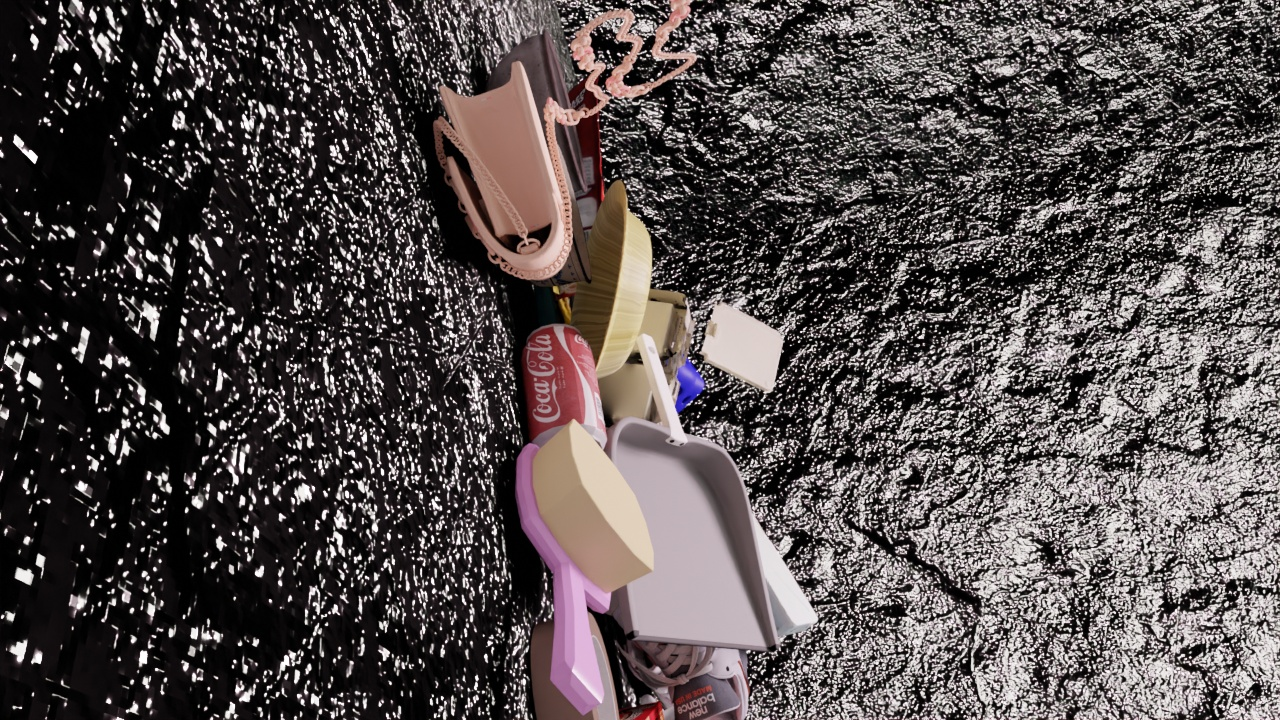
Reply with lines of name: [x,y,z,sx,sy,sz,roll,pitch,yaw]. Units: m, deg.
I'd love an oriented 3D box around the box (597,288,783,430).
box: [0.030,0.016,0.828,0.081,0.182,0.143,67,34,-59]

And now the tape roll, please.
tape roll: [-0.035,0.193,0.520,0.093,0.030,0.093,-10,87,-88]

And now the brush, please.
brush: [-0.029,0.107,0.516,0.089,0.043,0.228,53,5,-18]

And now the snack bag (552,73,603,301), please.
snack bag: [-0.074,-0.177,0.934,0.139,0.066,0.207,-29,-114,51]

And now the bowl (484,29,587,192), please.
bowl: [-0.098,-0.216,0.828,0.145,0.067,0.145,-10,87,-88]

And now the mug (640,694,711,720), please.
mug: [0.033,0.373,0.879,0.107,0.071,0.090,42,-32,41]

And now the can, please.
can: [-0.057,0.024,0.660,0.054,0.054,0.096,73,5,-56]

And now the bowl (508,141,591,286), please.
bowl: [-0.082,-0.111,0.734,0.115,0.059,0.115,-10,87,-87]

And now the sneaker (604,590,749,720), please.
sneaker: [0.034,0.222,0.727,0.240,0.089,0.124,45,22,-49]

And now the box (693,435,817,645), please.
box: [0.080,0.154,0.808,0.199,0.072,0.086,58,-14,24]

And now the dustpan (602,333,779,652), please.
dustpan: [0.026,0.090,0.706,0.163,0.033,0.257,21,41,-43]

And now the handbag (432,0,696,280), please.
handbag: [-0.026,-0.128,0.579,0.199,0.187,0.116,-154,-136,-88]

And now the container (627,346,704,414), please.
container: [-0.006,0.006,0.945,0.113,0.085,0.084,39,12,-44]

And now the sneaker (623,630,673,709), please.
sneaker: [0.034,0.304,0.922,0.116,0.112,0.294,-66,151,-47]

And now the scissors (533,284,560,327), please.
scissors: [-0.085,-0.058,0.817,0.135,0.019,0.130,79,3,-52]

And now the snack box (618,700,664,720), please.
snack box: [0.005,0.328,0.668,0.152,0.036,0.132,68,9,-74]

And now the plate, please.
plate: [-0.021,-0.052,0.754,0.184,0.036,0.184,-170,-89,-76]

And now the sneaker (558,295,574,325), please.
sneaker: [-0.031,-0.012,1.028,0.122,0.086,0.238,-149,-138,-85]
